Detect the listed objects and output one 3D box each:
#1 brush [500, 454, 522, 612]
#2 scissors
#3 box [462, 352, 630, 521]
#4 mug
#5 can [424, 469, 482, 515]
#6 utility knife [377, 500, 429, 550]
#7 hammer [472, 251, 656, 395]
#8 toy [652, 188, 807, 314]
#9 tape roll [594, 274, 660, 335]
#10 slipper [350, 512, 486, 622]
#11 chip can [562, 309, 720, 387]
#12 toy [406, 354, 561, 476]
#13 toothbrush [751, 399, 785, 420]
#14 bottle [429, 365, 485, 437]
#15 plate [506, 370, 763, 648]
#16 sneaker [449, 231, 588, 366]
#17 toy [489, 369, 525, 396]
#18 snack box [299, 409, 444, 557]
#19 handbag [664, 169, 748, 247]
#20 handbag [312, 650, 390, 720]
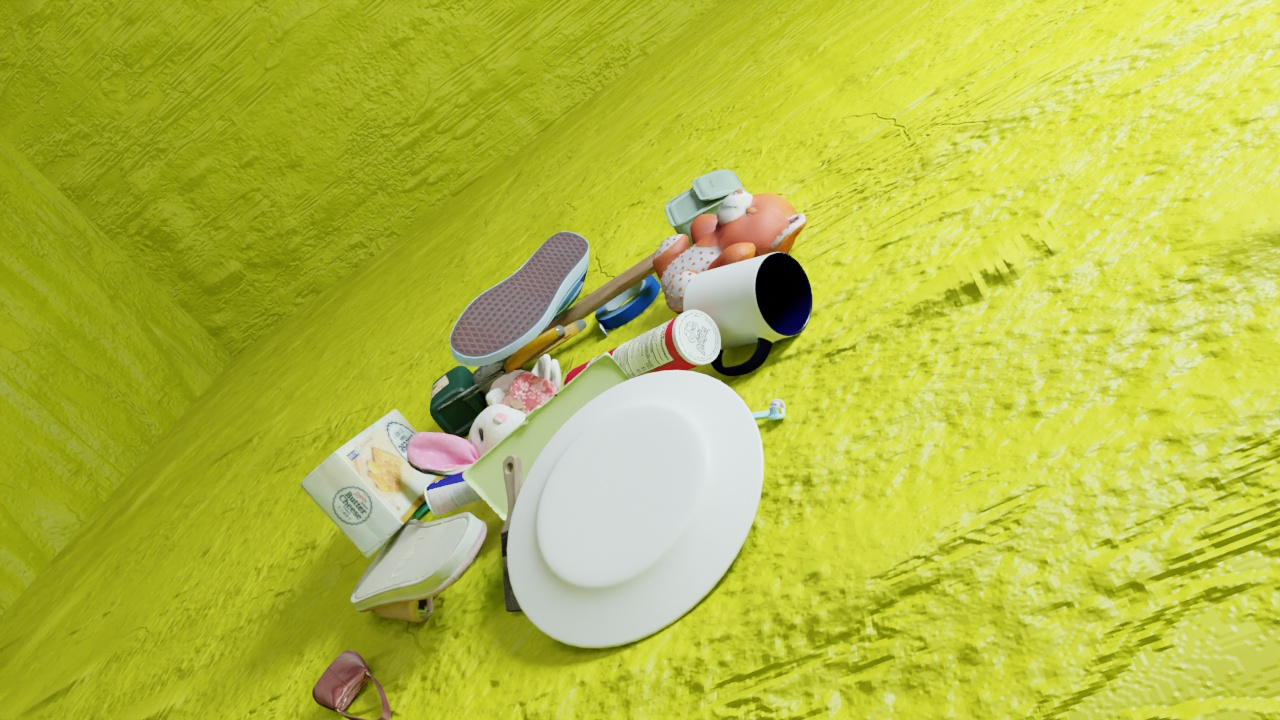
[{"bbox_3d":[-0.109,0.151,0.814,0.039,0.012,0.151,-30,53,30],"label":"brush"},{"bbox_3d":[-0.132,-0.004,1.065,0.226,0.016,0.229,-31,2,43],"label":"scissors"},{"bbox_3d":[-0.064,0.096,0.874,0.188,0.066,0.127,-41,67,0],"label":"box"},{"bbox_3d":[0.098,-0.040,0.870,0.097,0.078,0.111,-10,64,51],"label":"mug"},{"bbox_3d":[-0.165,0.123,0.911,0.095,0.032,0.032,-22,24,4],"label":"can"},{"bbox_3d":[-0.253,0.169,1.086,0.161,0.015,0.022,-42,10,-6],"label":"utility knife"},{"bbox_3d":[-0.089,-0.057,1.187,0.329,0.052,0.097,-31,24,27],"label":"hammer"},{"bbox_3d":[0.094,-0.123,1.000,0.172,0.093,0.163,-34,21,8],"label":"toy"},{"bbox_3d":[-0.017,-0.077,1.183,0.093,0.016,0.091,-36,22,8],"label":"tape roll"},{"bbox_3d":[-0.213,0.205,0.900,0.275,0.054,0.114,-24,29,56],"label":"slipper"},{"bbox_3d":[-0.006,0.005,0.920,0.215,0.052,0.051,-25,25,53],"label":"chip can"},{"bbox_3d":[-0.139,0.073,1.000,0.159,0.084,0.193,19,46,20],"label":"toy"},{"bbox_3d":[0.051,0.054,0.794,0.155,0.016,0.022,-12,45,29],"label":"toothbrush"},{"bbox_3d":[-0.247,0.048,1.247,0.061,0.061,0.131,-35,22,4],"label":"bottle"},{"bbox_3d":[-0.015,0.107,0.730,0.243,0.016,0.242,-23,45,24],"label":"plate"},{"bbox_3d":[-0.137,-0.052,1.109,0.240,0.083,0.098,-51,-20,-38],"label":"sneaker"},{"bbox_3d":[-0.154,0.038,1.142,0.110,0.047,0.063,2,54,54],"label":"toy"},{"bbox_3d":[-0.289,0.131,1.028,0.057,0.104,0.207,-41,6,8],"label":"snack box"},{"bbox_3d":[0.089,-0.191,1.172,0.106,0.067,0.121,-34,23,10],"label":"handbag"},{"bbox_3d":[-0.253,0.302,0.826,0.120,0.029,0.055,3,49,52],"label":"handbag"}]
